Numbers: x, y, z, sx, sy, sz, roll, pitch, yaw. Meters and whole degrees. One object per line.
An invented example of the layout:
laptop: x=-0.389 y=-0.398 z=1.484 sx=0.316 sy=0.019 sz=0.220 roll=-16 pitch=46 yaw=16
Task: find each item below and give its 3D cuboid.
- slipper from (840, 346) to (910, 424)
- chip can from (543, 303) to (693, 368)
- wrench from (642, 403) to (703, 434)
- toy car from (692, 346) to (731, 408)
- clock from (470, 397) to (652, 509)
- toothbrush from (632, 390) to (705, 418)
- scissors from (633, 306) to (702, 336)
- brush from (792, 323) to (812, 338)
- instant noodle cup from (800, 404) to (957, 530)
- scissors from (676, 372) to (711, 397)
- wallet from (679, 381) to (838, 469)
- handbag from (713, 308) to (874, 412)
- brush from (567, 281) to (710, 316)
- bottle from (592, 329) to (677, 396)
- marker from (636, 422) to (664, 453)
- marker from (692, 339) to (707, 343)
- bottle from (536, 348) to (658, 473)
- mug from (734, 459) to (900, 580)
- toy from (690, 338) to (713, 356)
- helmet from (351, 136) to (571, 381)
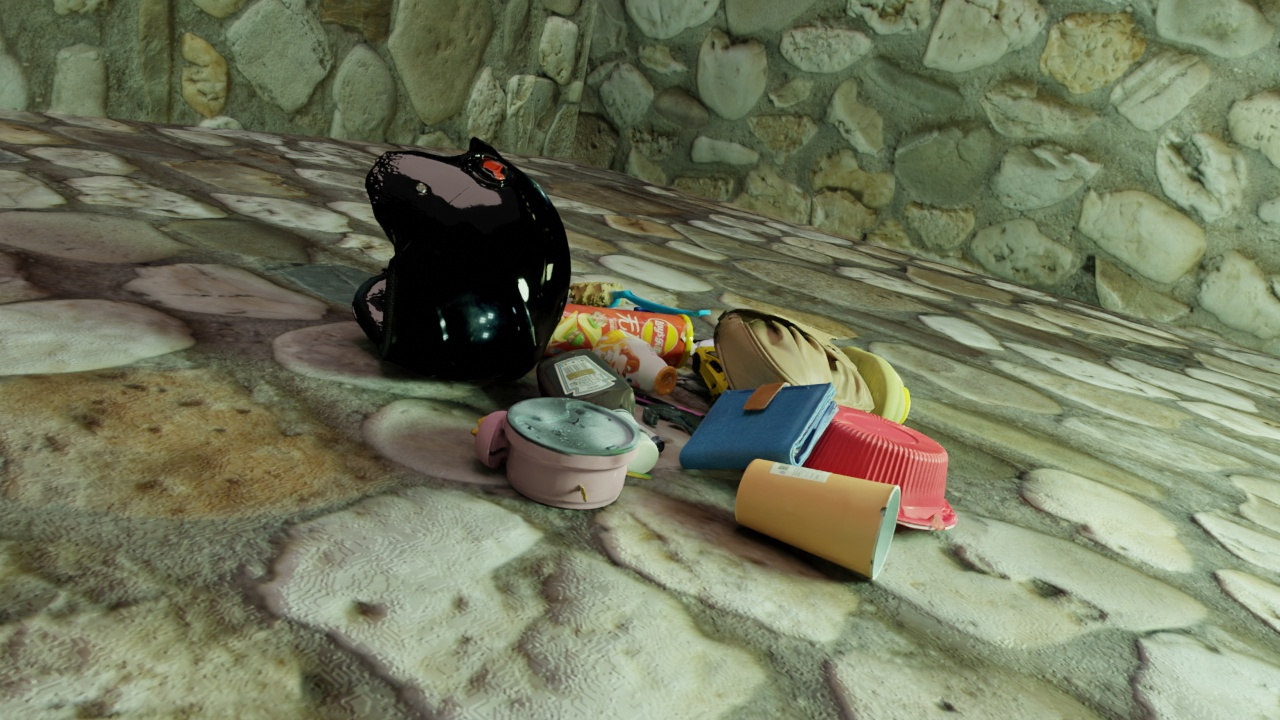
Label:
slipper: x=0.291 y=0.035 z=1.138 sx=0.081 sy=0.092 sz=0.190 roll=12 pitch=13 yaw=-9
chip can: x=-0.046 y=-0.032 z=1.156 sx=0.216 sy=0.073 sz=0.073 roll=4 pitch=18 yaw=-19
wrench: x=0.113 y=0.097 z=0.930 sx=0.274 sy=0.016 sz=0.056 roll=24 pitch=20 yaw=35
toy car: x=0.108 y=0.023 z=1.091 sx=0.071 sy=0.041 sz=0.155 roll=6 pitch=31 yaw=-21
clock: x=-0.076 y=0.074 z=0.804 sx=0.159 sy=0.060 sz=0.117 roll=25 pitch=22 yaw=33
toothbrush: x=-0.008 y=0.040 z=1.042 sx=0.189 sy=0.014 sz=0.017 roll=18 pitch=5 yaw=17
scissors: x=0.005 y=-0.055 z=1.363 sx=0.162 sy=0.012 sz=0.173 roll=5 pitch=18 yaw=-20
brush: x=0.210 y=-0.020 z=1.258 sx=0.073 sy=0.055 sz=0.143 roll=9 pitch=17 yaw=-12
instant noodle cup: x=0.222 y=0.093 z=0.890 sx=0.194 sy=0.066 sz=0.193 roll=16 pitch=10 yaw=-3
scissors: x=0.031 y=0.020 z=1.141 sx=0.175 sy=0.014 sz=0.136 roll=19 pitch=19 yaw=28
wallet: x=0.111 y=0.063 z=0.866 sx=0.133 sy=0.040 sz=0.106 roll=-6 pitch=33 yaw=44
handbag: x=0.174 y=0.010 z=1.014 sx=0.204 sy=0.100 sz=0.147 roll=13 pitch=38 yaw=-50
brush: x=-0.007 y=-0.084 z=1.335 sx=0.255 sy=0.046 sz=0.083 roll=14 pitch=12 yaw=39
bottle: x=-0.006 y=0.006 z=1.064 sx=0.063 sy=0.063 sz=0.108 roll=-6 pitch=23 yaw=-45
marker: x=-0.018 y=0.062 z=0.947 sx=0.131 sy=0.022 sz=0.018 roll=29 pitch=-14 yaw=48
marker: x=0.098 y=-0.020 z=1.303 sx=0.131 sy=0.020 sz=0.022 roll=-4 pitch=52 yaw=-46
bottle: x=-0.041 y=0.050 z=0.918 sx=0.079 sy=0.044 sz=0.195 roll=-18 pitch=32 yaw=-20
mug: x=0.145 y=0.125 z=0.765 sx=0.123 sy=0.078 sz=0.078 roll=15 pitch=16 yaw=24
toy: x=0.105 y=-0.011 z=1.237 sx=0.084 sy=0.039 sz=0.107 roll=29 pitch=23 yaw=28
helmet: x=-0.185 y=-0.104 z=0.992 sx=0.230 sy=0.234 sz=0.273 roll=25 pitch=54 yaw=-7
